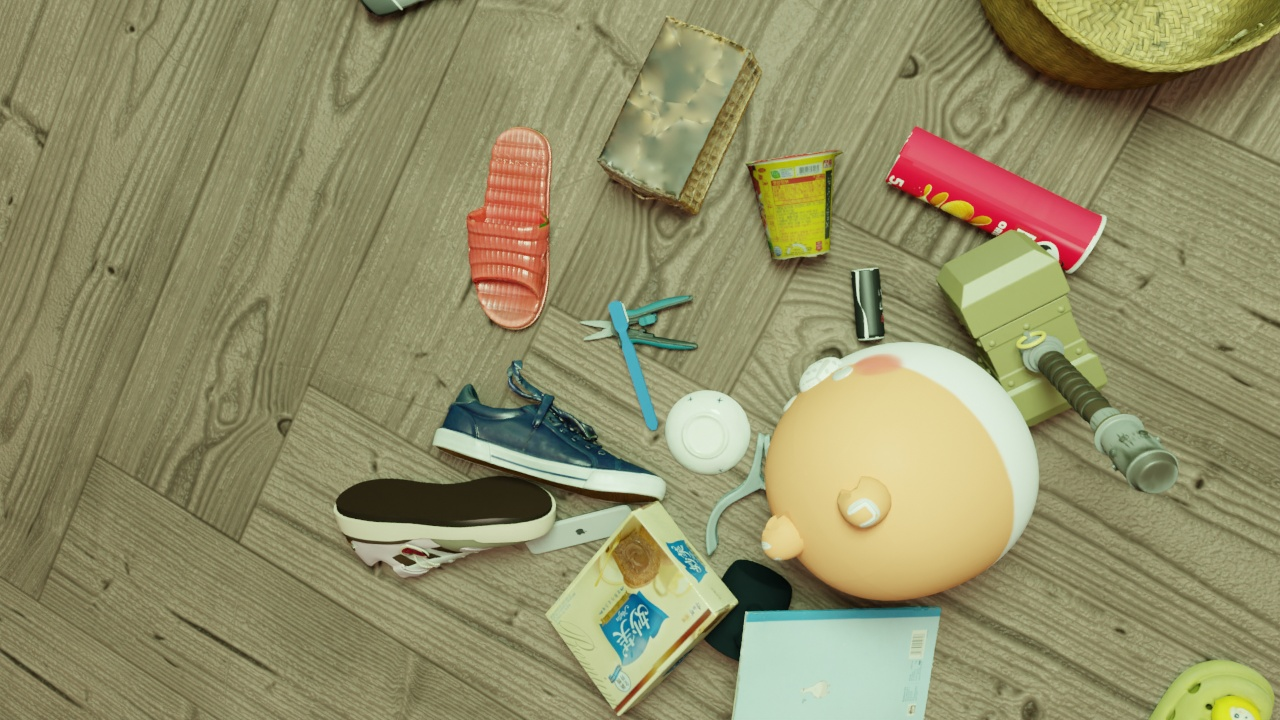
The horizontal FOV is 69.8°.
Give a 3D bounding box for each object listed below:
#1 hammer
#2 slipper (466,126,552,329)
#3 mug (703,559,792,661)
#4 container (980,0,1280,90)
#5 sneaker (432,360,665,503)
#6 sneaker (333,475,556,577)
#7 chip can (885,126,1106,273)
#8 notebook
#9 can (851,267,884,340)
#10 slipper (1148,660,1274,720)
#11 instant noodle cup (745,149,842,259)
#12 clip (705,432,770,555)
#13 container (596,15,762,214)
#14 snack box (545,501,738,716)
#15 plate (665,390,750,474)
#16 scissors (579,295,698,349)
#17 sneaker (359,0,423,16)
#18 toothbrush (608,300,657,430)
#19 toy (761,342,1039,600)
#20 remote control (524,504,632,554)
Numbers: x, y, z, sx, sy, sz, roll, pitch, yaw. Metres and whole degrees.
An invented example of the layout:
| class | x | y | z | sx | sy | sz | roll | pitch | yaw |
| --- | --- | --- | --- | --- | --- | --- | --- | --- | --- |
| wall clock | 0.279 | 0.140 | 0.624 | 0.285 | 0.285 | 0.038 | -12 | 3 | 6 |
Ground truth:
| class | x | y | z | sx | sy | sz | roll | pitch | yaw |
| --- | --- | --- | --- | --- | --- | --- | --- | --- | --- |
| hammer | 0.402 | 0.021 | 0.859 | 0.101 | 0.324 | 0.190 | -28 | 113 | 13 |
| slipper | -0.160 | -0.162 | 1.116 | 0.103 | 0.059 | 0.249 | 5 | 95 | 11 |
| mug | 0.124 | 0.295 | 1.064 | 0.085 | 0.121 | 0.094 | 23 | 98 | 4 |
| container | 0.484 | -0.414 | 0.888 | 0.307 | 0.196 | 0.307 | 1 | 93 | 13 |
| sneaker | -0.101 | 0.090 | 1.116 | 0.295 | 0.121 | 0.127 | 16 | 75 | 12 |
| sneaker | -0.240 | 0.222 | 1.149 | 0.294 | 0.111 | 0.116 | -3 | 114 | 14 |
| chip can | 0.380 | -0.175 | 0.994 | 0.220 | 0.069 | 0.069 | 29 | 100 | 8 |
| notebook | 0.223 | 0.367 | 1.043 | 0.253 | 0.009 | 0.181 | 4 | 98 | -19 |
| can | 0.260 | -0.064 | 1.049 | 0.031 | 0.031 | 0.080 | -5 | 94 | 12 |
| slipper | 0.605 | 0.413 | 0.995 | 0.091 | 0.081 | 0.191 | 35 | 104 | 10 |
| instant noodle cup | 0.172 | -0.174 | 1.031 | 0.100 | 0.100 | 0.112 | -4 | 103 | 12 |
| clip | 0.127 | 0.187 | 1.102 | 0.164 | 0.031 | 0.168 | -27 | 88 | 11 |
| container | 0.044 | -0.274 | 1.035 | 0.114 | 0.112 | 0.198 | 26 | 99 | 9 |
| snack box | -0.004 | 0.292 | 1.079 | 0.153 | 0.055 | 0.208 | 49 | 119 | 22 |
| plate | 0.079 | 0.088 | 1.104 | 0.104 | 0.026 | 0.104 | 1 | 95 | 12 |
| scissors | 0.007 | -0.041 | 1.112 | 0.151 | 0.019 | 0.119 | -40 | 89 | 17 |
| sneaker | -0.291 | -0.555 | 1.101 | 0.160 | 0.093 | 0.256 | -14 | 91 | 4 |
| toothbrush | -0.007 | 0.006 | 1.112 | 0.016 | 0.014 | 0.167 | -13 | 105 | 19 |
| toy | 0.251 | 0.114 | 0.939 | 0.264 | 0.279 | 0.265 | -38 | 80 | 49 |
| remote control | -0.076 | 0.211 | 1.145 | 0.147 | 0.008 | 0.045 | -16 | 127 | 13 |
